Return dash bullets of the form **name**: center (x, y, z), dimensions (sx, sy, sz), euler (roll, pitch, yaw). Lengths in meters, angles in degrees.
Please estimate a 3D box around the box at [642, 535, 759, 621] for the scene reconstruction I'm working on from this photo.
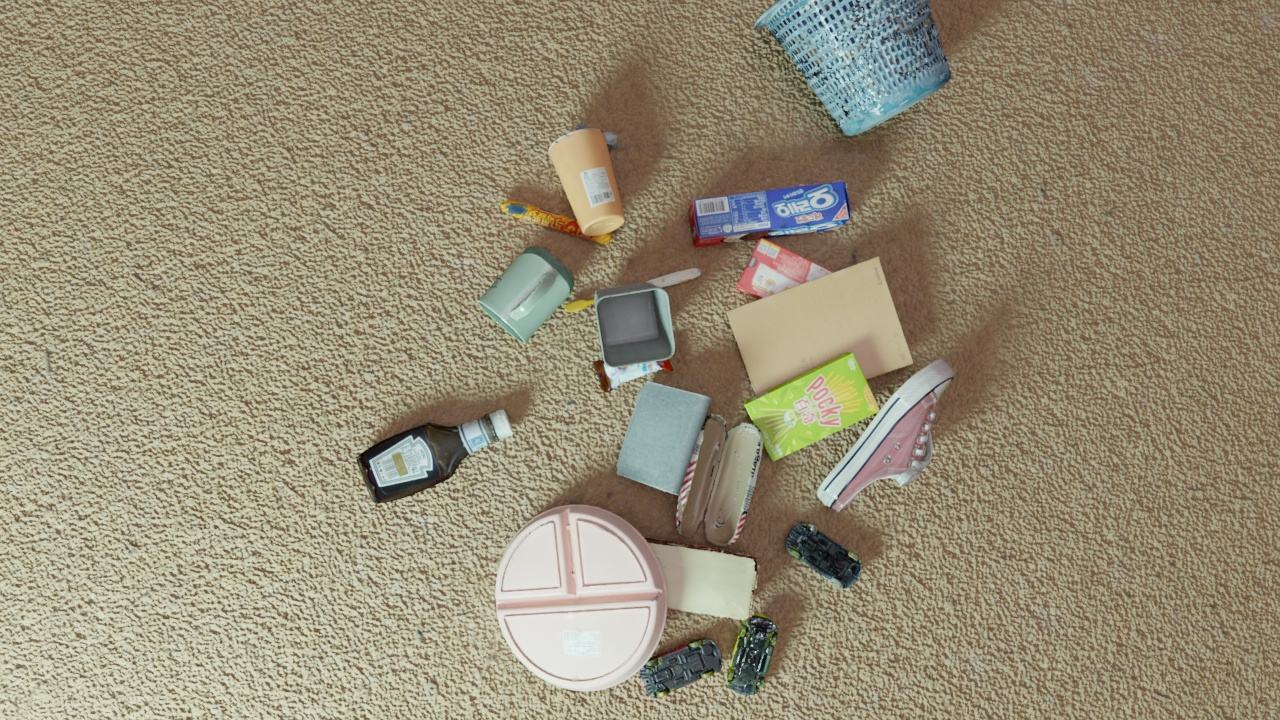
- **box**: center (0.060, 0.276, 1.156), dimensions (0.168, 0.078, 0.091), euler (9, 83, -1)

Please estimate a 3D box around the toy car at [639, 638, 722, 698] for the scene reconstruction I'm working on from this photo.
- **toy car**: center (0.052, 0.389, 1.167), dimensions (0.106, 0.031, 0.049), euler (-22, 86, -2)

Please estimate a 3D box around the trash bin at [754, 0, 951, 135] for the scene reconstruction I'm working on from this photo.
- **trash bin**: center (0.291, -0.411, 1.189), dimensions (0.226, 0.226, 0.195), euler (-30, 99, -6)

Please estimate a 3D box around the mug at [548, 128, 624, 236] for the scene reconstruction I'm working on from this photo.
- **mug**: center (-0.065, -0.230, 1.197), dimensions (0.078, 0.078, 0.122), euler (-18, 78, -5)

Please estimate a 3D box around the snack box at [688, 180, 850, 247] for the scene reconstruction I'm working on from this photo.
- **snack box**: center (0.172, -0.195, 1.222), dimensions (0.207, 0.058, 0.057), euler (-8, 84, -3)

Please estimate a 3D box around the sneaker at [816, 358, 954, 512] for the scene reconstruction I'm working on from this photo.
- **sneaker**: center (0.332, 0.108, 1.176), dimensions (0.088, 0.118, 0.241), euler (40, 89, 19)

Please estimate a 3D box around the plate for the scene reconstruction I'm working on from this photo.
- **plate**: center (-0.080, 0.294, 1.133), dimensions (0.230, 0.028, 0.229), euler (-1, 87, 17)

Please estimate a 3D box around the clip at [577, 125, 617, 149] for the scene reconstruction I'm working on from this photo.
- **clip**: center (-0.059, -0.301, 1.242), dimensions (0.058, 0.036, 0.025), euler (13, 81, -1)

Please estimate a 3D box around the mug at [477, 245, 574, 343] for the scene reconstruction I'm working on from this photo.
- **mug**: center (-0.140, -0.087, 1.168), dimensions (0.082, 0.112, 0.106), euler (45, 81, -16)

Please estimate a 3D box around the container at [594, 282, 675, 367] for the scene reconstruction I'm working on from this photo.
- **container**: center (-0.012, -0.050, 1.162), dimensions (0.090, 0.114, 0.090), euler (-9, 103, -5)

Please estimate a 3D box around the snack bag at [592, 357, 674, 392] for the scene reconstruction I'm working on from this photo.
- **snack bag**: center (-0.007, 0.007, 1.208), dimensions (0.105, 0.026, 0.045), euler (-18, 87, -3)

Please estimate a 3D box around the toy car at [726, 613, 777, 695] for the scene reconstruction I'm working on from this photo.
- **toy car**: center (0.142, 0.375, 1.174), dimensions (0.048, 0.032, 0.105), euler (14, 95, -2)

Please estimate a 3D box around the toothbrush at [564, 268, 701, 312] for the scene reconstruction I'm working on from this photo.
- **toothbrush**: center (-0.009, -0.093, 1.226), dimensions (0.191, 0.018, 0.016), euler (-16, 87, -7)

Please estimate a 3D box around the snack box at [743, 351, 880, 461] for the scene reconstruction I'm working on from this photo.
- **snack box**: center (0.223, 0.060, 1.198), dimensions (0.156, 0.026, 0.086), euler (-25, 93, 3)

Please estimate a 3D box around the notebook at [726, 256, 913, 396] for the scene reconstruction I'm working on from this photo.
- **notebook**: center (0.237, -0.031, 1.209), dimensions (0.211, 0.012, 0.149), euler (-20, 94, 3)

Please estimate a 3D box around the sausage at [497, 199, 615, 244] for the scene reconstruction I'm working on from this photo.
- **sausage**: center (-0.112, -0.185, 1.225), dimensions (0.165, 0.021, 0.021), euler (17, 83, -1)

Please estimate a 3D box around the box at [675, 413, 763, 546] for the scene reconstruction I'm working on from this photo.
- **box**: center (0.105, 0.153, 1.173), dimensions (0.087, 0.076, 0.162), euler (10, 79, 28)

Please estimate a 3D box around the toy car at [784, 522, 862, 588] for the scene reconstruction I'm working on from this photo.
- **toy car**: center (0.237, 0.253, 1.191), dimensions (0.105, 0.031, 0.049), euler (35, 84, 2)

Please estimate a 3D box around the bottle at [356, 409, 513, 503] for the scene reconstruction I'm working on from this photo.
- **bottle**: center (-0.259, 0.116, 1.175), dimensions (0.195, 0.044, 0.080), euler (-23, 86, -6)

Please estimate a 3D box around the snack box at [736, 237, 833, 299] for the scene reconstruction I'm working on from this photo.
- **snack box**: center (0.212, -0.098, 1.230), dimensions (0.153, 0.025, 0.075), euler (26, 84, 0)

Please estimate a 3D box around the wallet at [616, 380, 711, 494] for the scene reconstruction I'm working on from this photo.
- **wallet**: center (0.027, 0.097, 1.179), dimensions (0.107, 0.037, 0.129), euler (15, 83, 36)
